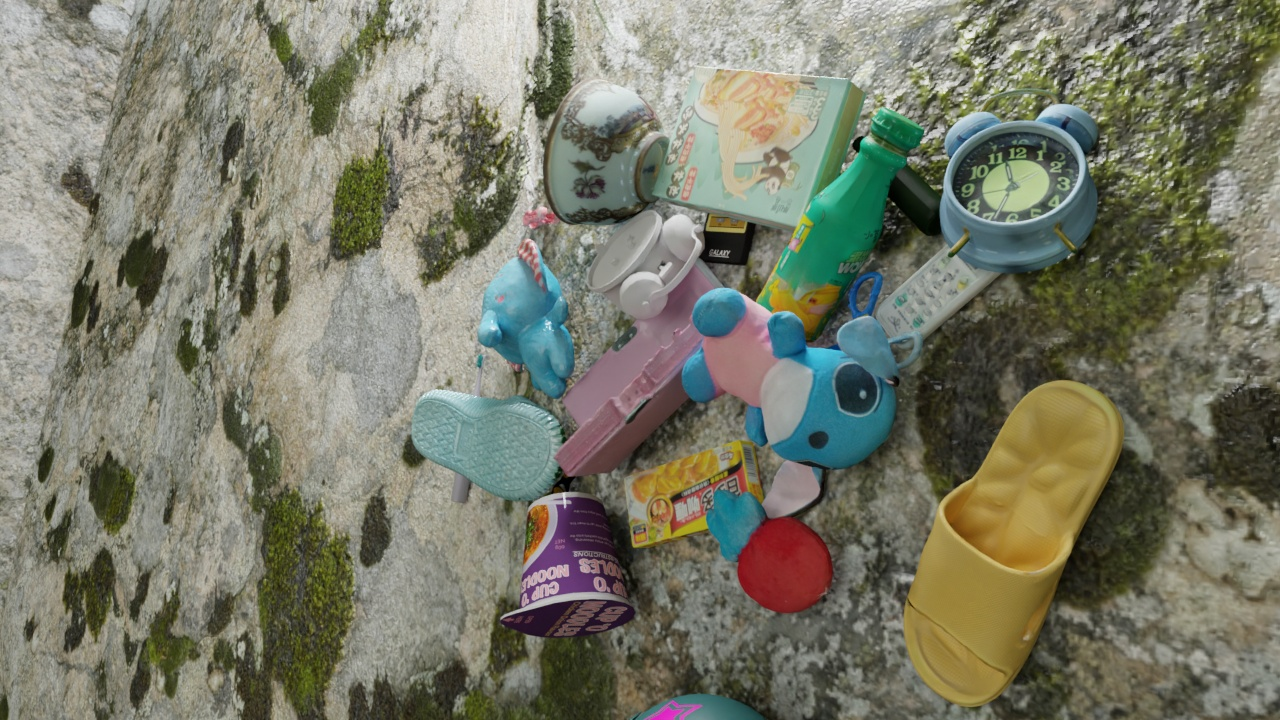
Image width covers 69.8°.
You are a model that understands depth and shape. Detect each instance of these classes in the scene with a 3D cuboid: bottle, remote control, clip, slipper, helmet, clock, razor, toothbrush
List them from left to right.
[{"bbox_3d":[-0.215,0.085,1.159,0.018,0.019,0.188,3,82,44],"label":"toothbrush"},{"bbox_3d":[-0.175,0.095,1.091,0.277,0.069,0.116,11,89,41],"label":"slipper"},{"bbox_3d":[-0.128,-0.178,1.138,0.060,0.045,0.023,6,80,28],"label":"clip"},{"bbox_3d":[-0.068,0.112,1.026,0.044,0.021,0.144,41,105,39],"label":"razor"},{"bbox_3d":[0.006,-0.101,0.947,0.119,0.061,0.159,-56,25,-12],"label":"clock"},{"bbox_3d":[0.020,0.405,0.761,0.176,0.200,0.275,37,91,-4],"label":"helmet"},{"bbox_3d":[0.098,-0.166,0.951,0.058,0.013,0.133,10,86,42],"label":"remote control"},{"bbox_3d":[0.177,-0.118,0.811,0.068,0.068,0.210,48,122,37],"label":"bottle"},{"bbox_3d":[0.230,-0.161,0.822,0.033,0.033,0.123,-48,53,22],"label":"bottle"},{"bbox_3d":[0.262,-0.066,0.778,0.134,0.022,0.050,-45,54,24],"label":"remote control"},{"bbox_3d":[0.268,0.134,0.689,0.099,0.078,0.263,33,101,43],"label":"slipper"},{"bbox_3d":[0.297,-0.145,0.726,0.118,0.060,0.161,-2,63,24],"label":"clock"}]

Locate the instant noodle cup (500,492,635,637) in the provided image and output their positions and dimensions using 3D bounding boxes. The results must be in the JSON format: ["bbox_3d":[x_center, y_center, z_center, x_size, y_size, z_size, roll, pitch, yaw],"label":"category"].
[{"bbox_3d":[-0.080,0.208,0.950,0.122,0.136,0.121,123,146,-51],"label":"instant noodle cup"}]

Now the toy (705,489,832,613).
[{"bbox_3d":[0.112,0.169,0.820,0.133,0.062,0.092,41,122,29],"label":"toy"}]

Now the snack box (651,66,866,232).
[{"bbox_3d":[0.112,-0.211,0.909,0.194,0.044,0.141,22,95,41],"label":"snack box"}]

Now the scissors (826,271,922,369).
[{"bbox_3d":[0.201,-0.013,0.808,0.123,0.016,0.125,43,127,49],"label":"scissors"}]

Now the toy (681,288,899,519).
[{"bbox_3d":[0.123,0.031,0.802,0.191,0.098,0.225,32,135,17],"label":"toy"}]

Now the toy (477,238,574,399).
[{"bbox_3d":[-0.134,-0.034,1.054,0.180,0.114,0.184,64,144,36],"label":"toy"}]

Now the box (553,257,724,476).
[{"bbox_3d":[-0.006,0.004,0.936,0.233,0.106,0.115,-46,68,20],"label":"box"}]

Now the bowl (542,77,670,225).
[{"bbox_3d":[-0.020,-0.214,0.984,0.094,0.159,0.160,20,93,26],"label":"bowl"}]

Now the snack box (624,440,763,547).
[{"bbox_3d":[0.051,0.135,0.912,0.153,0.025,0.075,-23,66,36],"label":"snack box"}]
